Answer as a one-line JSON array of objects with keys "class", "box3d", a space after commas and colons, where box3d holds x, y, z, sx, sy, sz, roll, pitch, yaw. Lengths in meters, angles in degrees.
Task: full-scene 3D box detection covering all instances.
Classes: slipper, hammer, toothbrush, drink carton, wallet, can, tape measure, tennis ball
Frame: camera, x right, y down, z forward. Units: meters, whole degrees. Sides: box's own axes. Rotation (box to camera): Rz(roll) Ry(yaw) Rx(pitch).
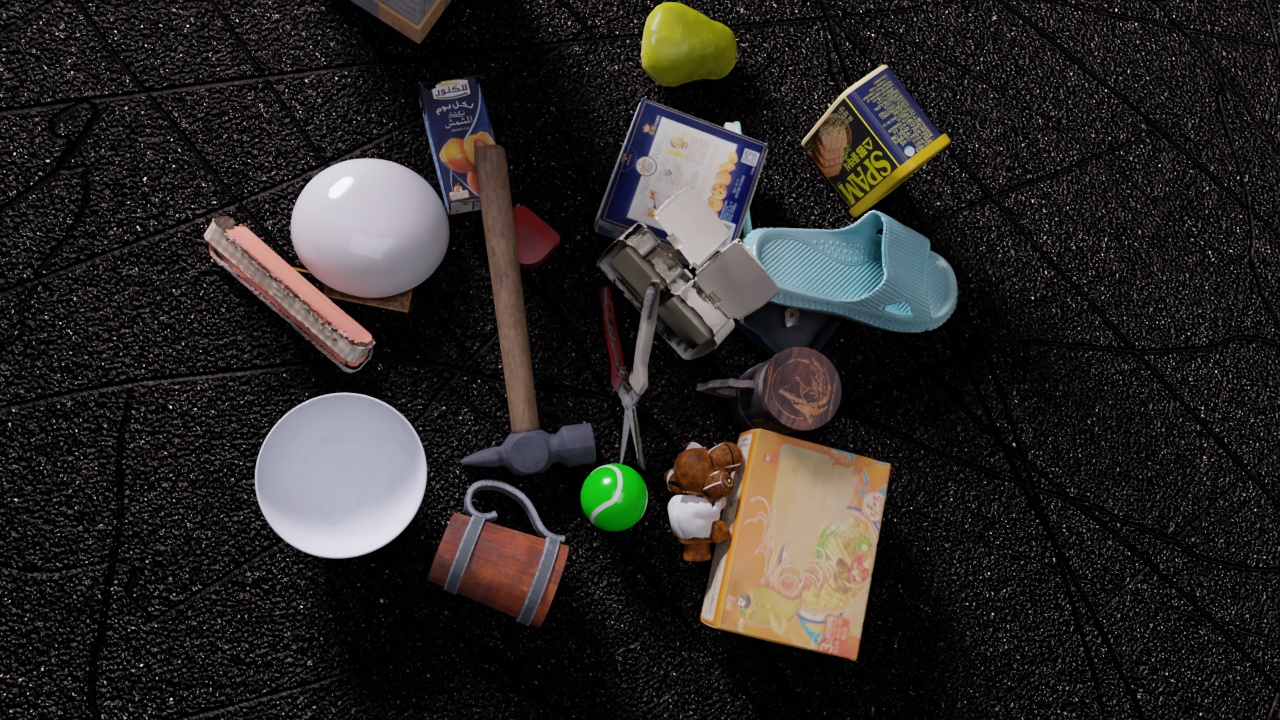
[{"class": "slipper", "box3d": [0.232, -0.095, 0.960, 0.276, 0.070, 0.115, 6, 69, -21]}, {"class": "hammer", "box3d": [-0.128, -0.049, 0.892, 0.129, 0.040, 0.321, -7, 91, -9]}, {"class": "toothbrush", "box3d": [0.110, -0.174, 0.997, 0.016, 0.016, 0.180, -4, 81, -15]}, {"class": "drink carton", "box3d": [-0.180, -0.219, 0.928, 0.064, 0.040, 0.130, -13, 84, -15]}, {"class": "wallet", "box3d": [0.165, -0.052, 0.982, 0.089, 0.026, 0.114, 41, 73, -3]}, {"class": "can", "box3d": [0.245, -0.231, 0.975, 0.075, 0.135, 0.104, -36, 87, -16]}, {"class": "tape measure", "box3d": [-0.119, -0.124, 0.937, 0.059, 0.019, 0.051, 40, 77, 4]}, {"class": "tennis ball", "box3d": [-0.025, 0.133, 0.890, 0.065, 0.065, 0.065, 2, 80, -12]}]

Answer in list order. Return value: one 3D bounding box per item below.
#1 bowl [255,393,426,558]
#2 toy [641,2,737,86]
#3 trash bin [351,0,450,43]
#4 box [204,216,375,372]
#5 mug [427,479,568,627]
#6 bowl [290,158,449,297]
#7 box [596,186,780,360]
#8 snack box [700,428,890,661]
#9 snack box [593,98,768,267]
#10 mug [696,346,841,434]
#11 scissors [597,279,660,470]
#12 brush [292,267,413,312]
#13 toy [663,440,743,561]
[{"class": "bowl", "box3d": [-0.268, 0.106, 0.837, 0.144, 0.074, 0.144, 2, 80, -12]}, {"class": "toy", "box3d": [0.055, -0.337, 0.993, 0.110, 0.051, 0.090, 8, 82, -14]}, {"class": "trash bin", "box3d": [-0.229, -0.446, 0.847, 0.142, 0.247, 0.142, 32, 75, -6]}, {"class": "box", "box3d": [-0.331, -0.059, 0.857, 0.187, 0.067, 0.056, 40, 37, -2]}, {"class": "mug", "box3d": [-0.128, 0.176, 0.861, 0.111, 0.082, 0.117, 21, 59, -5]}, {"class": "bowl", "box3d": [-0.259, -0.137, 0.882, 0.149, 0.043, 0.149, 5, 69, -13]}, {"class": "box", "box3d": [0.048, -0.084, 0.884, 0.143, 0.181, 0.080, 47, 70, -7]}, {"class": "snack box", "box3d": [0.153, 0.181, 0.913, 0.145, 0.081, 0.195, 15, 78, -10]}, {"class": "snack box", "box3d": [0.043, -0.181, 0.961, 0.145, 0.043, 0.144, 20, 79, -2]}, {"class": "mug", "box3d": [0.125, 0.031, 0.918, 0.115, 0.107, 0.080, 13, 78, -10]}, {"class": "scissors", "box3d": [-0.009, 0.000, 0.899, 0.015, 0.180, 0.198, -2, 53, -28]}, {"class": "brush", "box3d": [-0.286, -0.080, 0.893, 0.126, 0.017, 0.048, 11, 79, -10]}, {"class": "toy", "box3d": [0.058, 0.138, 0.902, 0.067, 0.087, 0.112, -3, 90, -41]}]
